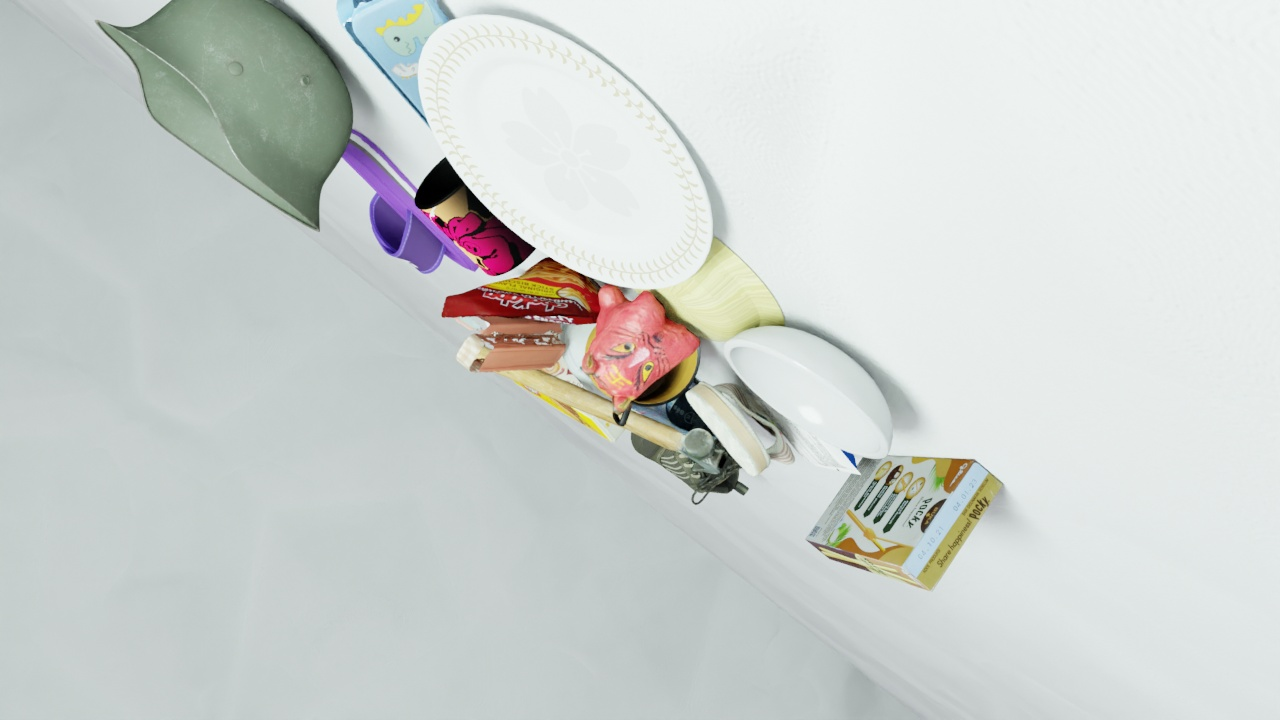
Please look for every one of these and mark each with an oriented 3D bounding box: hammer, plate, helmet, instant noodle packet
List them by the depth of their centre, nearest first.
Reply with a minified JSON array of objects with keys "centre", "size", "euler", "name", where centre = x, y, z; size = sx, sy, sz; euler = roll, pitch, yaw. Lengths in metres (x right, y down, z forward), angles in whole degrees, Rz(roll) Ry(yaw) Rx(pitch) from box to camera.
[{"centre":[-0.053,-0.141,0.651],"size":[0.242,0.016,0.243],"euler":[27,154,14],"name":"plate"},{"centre":[0.031,-0.062,0.751],"size":[0.184,0.036,0.184],"euler":[36,169,8],"name":"plate"},{"centre":[0.144,0.054,0.857],"size":[0.134,0.026,0.087],"euler":[50,167,-10],"name":"instant noodle packet"},{"centre":[-0.386,-0.270,0.908],"size":[0.227,0.153,0.268],"euler":[27,170,38],"name":"helmet"},{"centre":[-0.053,0.050,1.034],"size":[0.331,0.033,0.132],"euler":[22,170,22],"name":"hammer"}]

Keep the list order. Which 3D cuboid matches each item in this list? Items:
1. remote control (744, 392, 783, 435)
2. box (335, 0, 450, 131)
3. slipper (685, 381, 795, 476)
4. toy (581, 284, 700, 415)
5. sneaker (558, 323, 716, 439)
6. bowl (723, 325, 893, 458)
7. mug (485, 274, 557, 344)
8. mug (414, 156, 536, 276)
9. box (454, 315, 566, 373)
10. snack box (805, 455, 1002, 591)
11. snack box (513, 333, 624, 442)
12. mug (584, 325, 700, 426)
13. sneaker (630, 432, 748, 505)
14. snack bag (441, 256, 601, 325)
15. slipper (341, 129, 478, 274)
[{"centre":[0.151,0.068,0.947],"size":[0.126,0.018,0.038],"euler":[29,166,40],"name":"remote control"},{"centre":[-0.142,-0.214,0.712],"size":[0.086,0.072,0.209],"euler":[-13,145,21],"name":"box"},{"centre":[0.103,0.069,0.919],"size":[0.115,0.052,0.263],"euler":[49,178,12],"name":"slipper"},{"centre":[-0.020,-0.009,0.787],"size":[0.088,0.094,0.133],"euler":[40,171,-10],"name":"toy"},{"centre":[0.005,0.027,1.062],"size":[0.235,0.087,0.079],"euler":[38,174,-17],"name":"sneaker"},{"centre":[0.137,0.016,0.714],"size":[0.149,0.043,0.150],"euler":[35,169,8],"name":"bowl"},{"centre":[-0.149,-0.049,1.179],"size":[0.068,0.094,0.115],"euler":[78,176,-71],"name":"mug"},{"centre":[-0.137,-0.145,0.862],"size":[0.118,0.081,0.098],"euler":[-10,138,38],"name":"mug"},{"centre":[-0.135,-0.022,0.954],"size":[0.071,0.057,0.186],"euler":[64,-160,9],"name":"box"},{"centre":[0.217,0.132,0.784],"size":[0.031,0.101,0.186],"euler":[39,169,-7],"name":"snack box"},{"centre":[-0.085,0.010,1.212],"size":[0.230,0.110,0.062],"euler":[27,161,44],"name":"snack box"},{"centre":[-0.006,0.006,0.918],"size":[0.100,0.123,0.094],"euler":[19,175,-12],"name":"mug"},{"centre":[0.079,0.130,1.197],"size":[0.143,0.101,0.238],"euler":[36,174,32],"name":"sneaker"},{"centre":[-0.095,-0.054,0.895],"size":[0.139,0.067,0.207],"euler":[10,-166,7],"name":"snack bag"},{"centre":[-0.330,-0.189,1.239],"size":[0.107,0.084,0.266],"euler":[28,166,40],"name":"slipper"}]
